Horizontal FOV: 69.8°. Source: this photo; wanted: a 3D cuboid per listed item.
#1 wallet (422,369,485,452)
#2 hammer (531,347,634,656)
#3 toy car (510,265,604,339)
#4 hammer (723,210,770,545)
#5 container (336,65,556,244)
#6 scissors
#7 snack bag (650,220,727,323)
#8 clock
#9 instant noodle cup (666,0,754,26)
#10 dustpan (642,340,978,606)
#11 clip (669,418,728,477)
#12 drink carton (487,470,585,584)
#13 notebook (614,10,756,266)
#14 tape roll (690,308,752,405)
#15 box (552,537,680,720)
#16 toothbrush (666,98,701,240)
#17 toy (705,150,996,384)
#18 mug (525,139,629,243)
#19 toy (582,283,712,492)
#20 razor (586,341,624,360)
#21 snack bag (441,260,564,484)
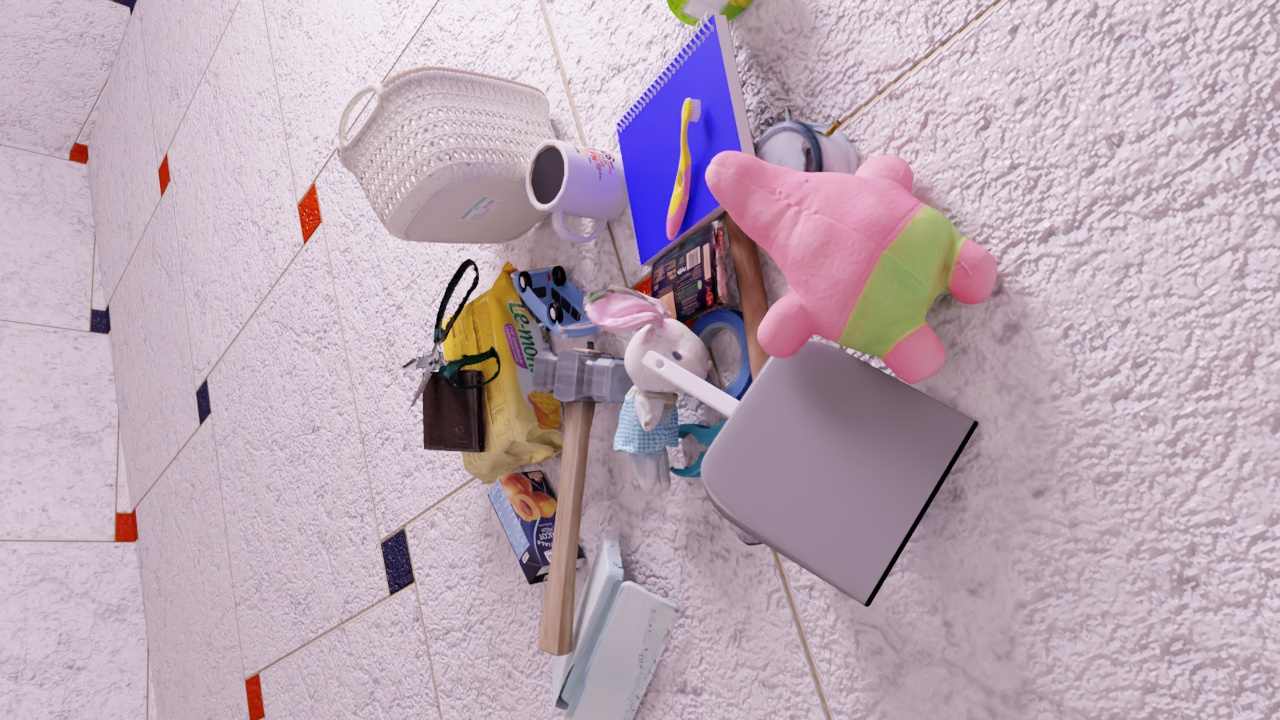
[{"bbox_3d":[-0.227,0.061,1.105,0.120,0.031,0.099,-1,90,46],"label":"wallet"},{"bbox_3d":[-0.075,0.148,0.972,0.117,0.051,0.323,7,91,42],"label":"hammer"},{"bbox_3d":[-0.094,-0.062,1.037,0.153,0.056,0.055,44,139,48],"label":"toy car"},{"bbox_3d":[0.110,0.006,0.810,0.052,0.098,0.327,-28,60,45],"label":"hammer"},{"bbox_3d":[-0.202,-0.225,1.042,0.185,0.245,0.142,-37,71,37],"label":"container"},{"bbox_3d":[-0.221,-0.034,1.096,0.202,0.015,0.203,-7,68,41],"label":"scissors"},{"bbox_3d":[0.044,-0.076,0.882,0.155,0.018,0.074,158,111,-68],"label":"snack bag"},{"bbox_3d":[0.136,-0.149,0.799,0.090,0.052,0.129,31,115,44],"label":"clock"},{"bbox_3d":[0.056,-0.389,0.869,0.099,0.098,0.107,-47,47,36],"label":"instant noodle cup"},{"bbox_3d":[0.107,0.055,0.730,0.258,0.033,0.163,31,77,19],"label":"dustpan"},{"bbox_3d":[0.070,0.068,0.882,0.127,0.028,0.113,-27,64,44],"label":"clip"},{"bbox_3d":[-0.121,0.191,1.057,0.130,0.064,0.040,58,133,31],"label":"drink carton"},{"bbox_3d":[0.038,-0.208,0.890,0.210,0.022,0.171,-29,68,60],"label":"notebook"},{"bbox_3d":[0.078,-0.002,0.880,0.093,0.016,0.091,-29,68,43],"label":"tape roll"},{"bbox_3d":[-0.034,0.301,0.978,0.125,0.075,0.198,31,116,22],"label":"box"},{"bbox_3d":[0.040,-0.176,0.856,0.021,0.016,0.136,44,135,48],"label":"toothbrush"},{"bbox_3d":[0.149,-0.089,0.713,0.237,0.097,0.192,35,85,12],"label":"toy"},{"bbox_3d":[-0.066,-0.179,0.991,0.074,0.089,0.105,-6,84,48],"label":"mug"},{"bbox_3d":[0.017,0.026,0.866,0.106,0.131,0.205,-5,97,16],"label":"toy"},{"bbox_3d":[-0.006,0.006,0.971,0.144,0.022,0.042,7,92,43],"label":"razor"},{"bbox_3d":[-0.176,0.021,1.122,0.160,0.068,0.247,-30,67,44],"label":"snack bag"}]
